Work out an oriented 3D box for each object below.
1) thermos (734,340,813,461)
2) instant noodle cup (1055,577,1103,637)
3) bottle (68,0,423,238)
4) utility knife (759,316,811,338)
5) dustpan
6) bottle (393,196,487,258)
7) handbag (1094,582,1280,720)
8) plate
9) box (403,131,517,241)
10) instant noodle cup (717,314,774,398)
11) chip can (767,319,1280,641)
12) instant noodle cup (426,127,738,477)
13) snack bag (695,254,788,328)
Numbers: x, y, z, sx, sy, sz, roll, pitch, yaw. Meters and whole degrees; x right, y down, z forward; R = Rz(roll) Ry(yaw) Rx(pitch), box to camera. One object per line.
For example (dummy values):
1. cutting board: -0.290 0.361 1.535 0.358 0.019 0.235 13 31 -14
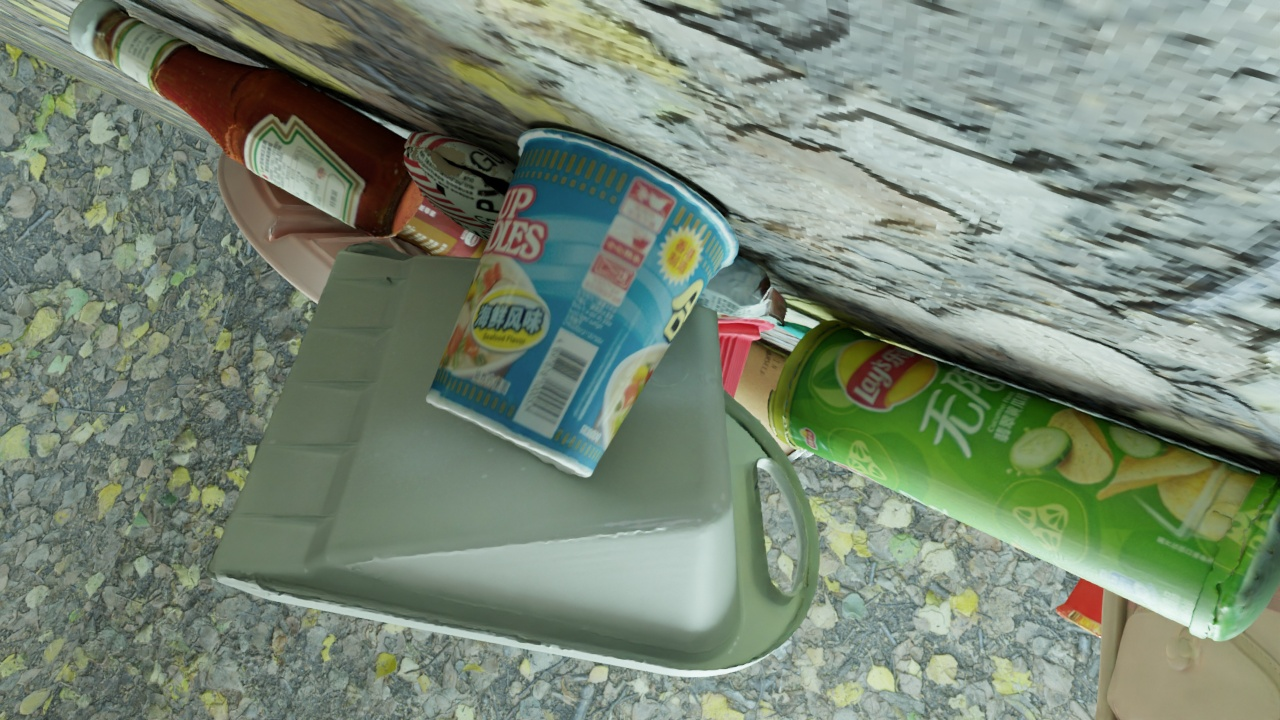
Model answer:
1. thermos: 0.106 0.026 0.820 0.143 0.093 0.093 34 178 -11
2. instant noodle cup: 0.435 0.194 0.759 0.138 0.108 0.138 25 179 0
3. bottle: -0.218 -0.139 0.513 0.206 0.060 0.060 29 180 -1
4. utility knife: 0.118 -0.007 0.520 0.218 0.013 0.029 22 -179 7
5. dustpan: -0.034 0.056 0.470 0.258 0.143 0.222 -2 -137 3
6. bottle: -0.170 -0.115 0.608 0.174 0.057 0.057 25 180 -36
7. handbag: 0.316 0.206 0.513 0.093 0.234 0.193 23 180 1
8. plate: -0.186 -0.091 0.658 0.229 0.028 0.229 36 -158 -17
9. box: -0.082 -0.082 0.483 0.068 0.051 0.164 39 -179 4
10. instant noodle cup: -0.004 0.004 0.642 0.194 0.066 0.194 1 178 0
11. chip can: 0.167 0.047 0.421 0.221 0.072 0.072 24 179 38
12. instant noodle cup: -0.027 -0.017 0.359 0.099 0.109 0.099 25 171 4
13. snack bag: 0.022 -0.045 0.432 0.104 0.026 0.048 24 168 11
